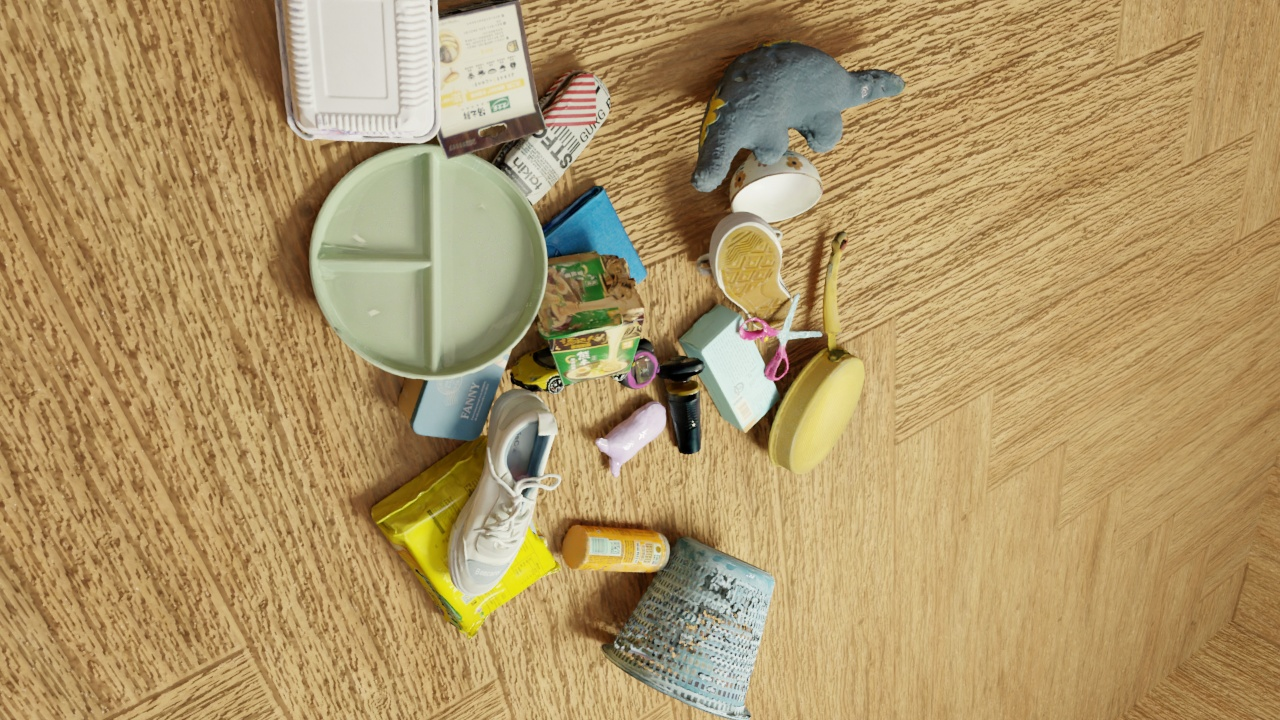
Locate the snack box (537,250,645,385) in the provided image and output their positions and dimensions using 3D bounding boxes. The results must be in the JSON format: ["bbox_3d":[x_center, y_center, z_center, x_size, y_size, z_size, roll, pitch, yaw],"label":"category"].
[{"bbox_3d":[-0.061,-0.039,1.001,0.117,0.118,0.106,-11,138,-10],"label":"snack box"}]

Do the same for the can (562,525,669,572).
[{"bbox_3d":[-0.032,0.255,1.237,0.145,0.058,0.058,13,104,-39],"label":"can"}]

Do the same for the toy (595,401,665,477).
[{"bbox_3d":[-0.007,0.097,1.191,0.107,0.039,0.084,-41,141,-20],"label":"toy"}]

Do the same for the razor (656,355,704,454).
[{"bbox_3d":[0.059,0.061,1.213,0.062,0.067,0.168,-10,131,-1],"label":"razor"}]

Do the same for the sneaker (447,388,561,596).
[{"bbox_3d":[-0.141,0.156,1.000,0.089,0.091,0.242,10,102,-35],"label":"sneaker"}]

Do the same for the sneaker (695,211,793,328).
[{"bbox_3d":[0.132,-0.125,1.150,0.118,0.087,0.241,-30,151,7],"label":"sneaker"}]

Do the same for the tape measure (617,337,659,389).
[{"bbox_3d":[-0.007,0.007,1.144,0.057,0.039,0.058,-21,123,-27],"label":"tape measure"}]

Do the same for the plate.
[{"bbox_3d":[-0.206,-0.096,0.907,0.230,0.027,0.230,-1,94,-18],"label":"plate"}]

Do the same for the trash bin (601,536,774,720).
[{"bbox_3d":[0.086,0.364,1.293,0.226,0.227,0.195,31,79,-41],"label":"trash bin"}]

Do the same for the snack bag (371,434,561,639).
[{"bbox_3d":[-0.200,0.217,1.094,0.157,0.068,0.247,-35,129,-16],"label":"snack bag"}]

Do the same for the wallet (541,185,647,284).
[{"bbox_3d":[-0.055,-0.118,1.052,0.106,0.040,0.133,-42,129,-17],"label":"wallet"}]

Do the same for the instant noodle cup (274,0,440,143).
[{"bbox_3d":[-0.245,-0.272,0.795,0.138,0.060,0.174,-1,116,-10],"label":"instant noodle cup"}]

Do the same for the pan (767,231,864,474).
[{"bbox_3d":[0.259,-0.004,1.299,0.197,0.078,0.358,-20,132,-49],"label":"pan"}]

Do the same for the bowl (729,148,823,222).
[{"bbox_3d":[0.162,-0.223,1.124,0.113,0.114,0.062,12,63,-39],"label":"bowl"}]

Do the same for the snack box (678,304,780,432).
[{"bbox_3d":[0.122,0.012,1.231,0.074,0.052,0.175,-43,130,-14],"label":"snack box"}]

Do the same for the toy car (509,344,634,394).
[{"bbox_3d":[-0.078,0.002,1.071,0.155,0.071,0.041,-14,121,-29],"label":"toy car"}]

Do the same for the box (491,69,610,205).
[{"bbox_3d":[-0.091,-0.230,0.957,0.072,0.060,0.164,38,88,-24],"label":"box"}]

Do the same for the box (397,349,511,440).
[{"bbox_3d":[-0.198,0.002,0.993,0.089,0.062,0.184,9,105,-37],"label":"box"}]

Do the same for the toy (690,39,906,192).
[{"bbox_3d":[0.167,-0.300,1.063,0.355,0.138,0.092,-27,169,-29],"label":"toy"}]

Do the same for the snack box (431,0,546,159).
[{"bbox_3d":[-0.161,-0.274,0.887,0.113,0.053,0.126,-23,124,-24],"label":"snack box"}]

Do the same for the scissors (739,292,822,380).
[{"bbox_3d":[0.183,-0.029,1.202,0.133,0.017,0.134,-2,119,-26],"label":"scissors"}]
